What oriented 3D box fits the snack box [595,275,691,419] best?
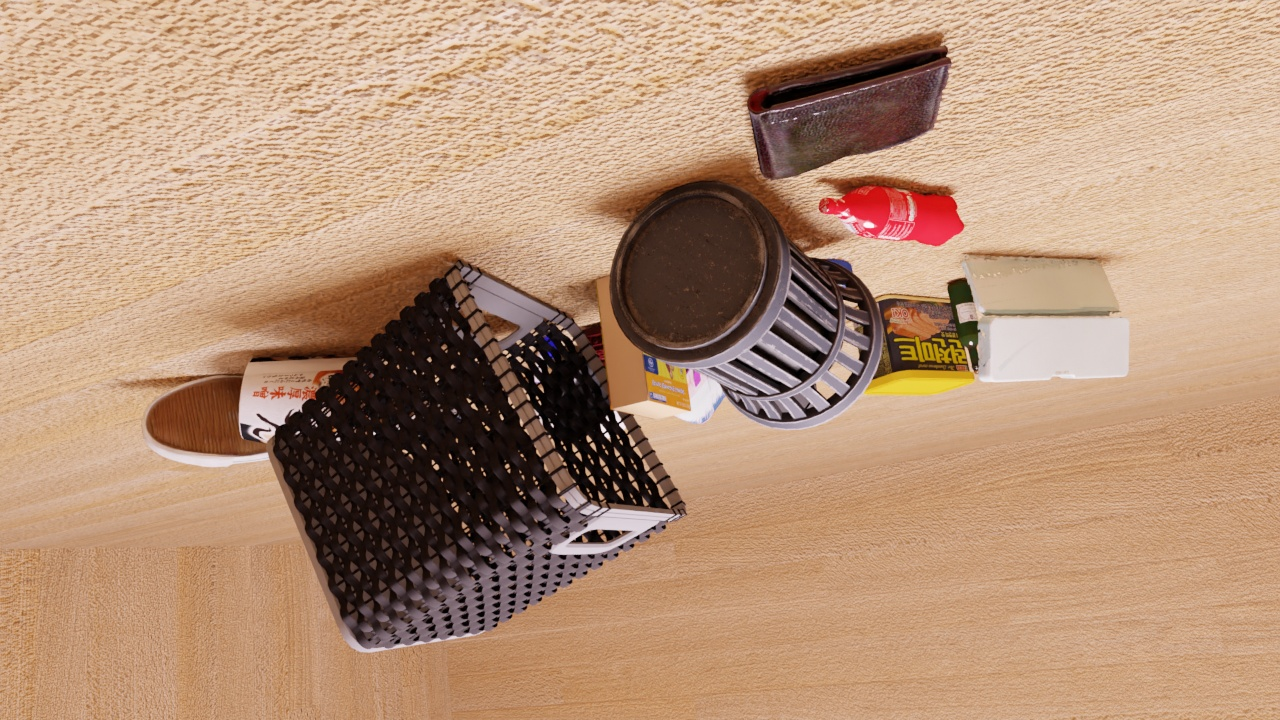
[{"bbox_3d":[0.003,-0.013,0.880,0.040,0.125,0.088,-14,164,26],"label":"snack box"}]

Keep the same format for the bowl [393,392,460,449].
[{"bbox_3d":[-0.281,0.078,1.202,0.115,0.059,0.115,-16,179,0],"label":"bowl"}]

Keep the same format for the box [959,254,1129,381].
[{"bbox_3d":[0.423,-0.044,0.947,0.196,0.136,0.043,-1,170,-25],"label":"box"}]

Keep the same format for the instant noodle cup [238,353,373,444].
[{"bbox_3d":[-0.354,0.046,0.978,0.121,0.123,0.124,5,163,-12],"label":"instant noodle cup"}]

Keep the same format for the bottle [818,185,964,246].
[{"bbox_3d":[0.202,-0.118,0.741,0.141,0.042,0.042,1,164,-30],"label":"bottle"}]

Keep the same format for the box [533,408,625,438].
[{"bbox_3d":[-0.088,0.067,1.228,0.160,0.081,0.092,13,115,-49],"label":"box"}]

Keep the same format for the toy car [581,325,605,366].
[{"bbox_3d":[-0.006,0.006,1.066,0.070,0.061,0.169,-12,160,19],"label":"toy car"}]

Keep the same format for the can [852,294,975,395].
[{"bbox_3d":[0.317,-0.017,1.074,0.130,0.101,0.073,2,163,-32],"label":"can"}]

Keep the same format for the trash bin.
[{"bbox_3d":[0.088,-0.042,0.758,0.165,0.164,0.227,-14,161,26],"label":"trash bin"}]

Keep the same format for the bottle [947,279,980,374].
[{"bbox_3d":[0.359,-0.037,1.007,0.025,0.106,0.025,-7,166,-2],"label":"bottle"}]

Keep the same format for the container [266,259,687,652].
[{"bbox_3d":[-0.150,0.101,0.848,0.244,0.245,0.247,-36,158,12],"label":"container"}]

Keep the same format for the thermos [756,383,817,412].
[{"bbox_3d":[0.169,0.024,1.199,0.082,0.082,0.240,-12,165,19],"label":"thermos"}]

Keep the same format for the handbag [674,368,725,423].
[{"bbox_3d":[0.069,-0.015,0.978,0.068,0.144,0.170,31,152,16],"label":"handbag"}]

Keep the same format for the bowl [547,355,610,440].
[{"bbox_3d":[-0.080,0.034,1.125,0.052,0.124,0.124,31,-175,28],"label":"bowl"}]

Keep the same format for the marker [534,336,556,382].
[{"bbox_3d":[-0.116,0.001,1.092,0.020,0.020,0.142,-4,165,-14],"label":"marker"}]

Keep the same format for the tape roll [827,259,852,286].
[{"bbox_3d":[0.170,-0.078,0.933,0.091,0.016,0.093,-9,166,6],"label":"tape roll"}]

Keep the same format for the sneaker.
[{"bbox_3d":[-0.416,0.076,1.072,0.294,0.120,0.128,-3,153,-28],"label":"sneaker"}]

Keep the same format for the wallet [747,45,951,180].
[{"bbox_3d":[0.130,-0.157,0.585,0.120,0.031,0.099,-12,168,9],"label":"wallet"}]
